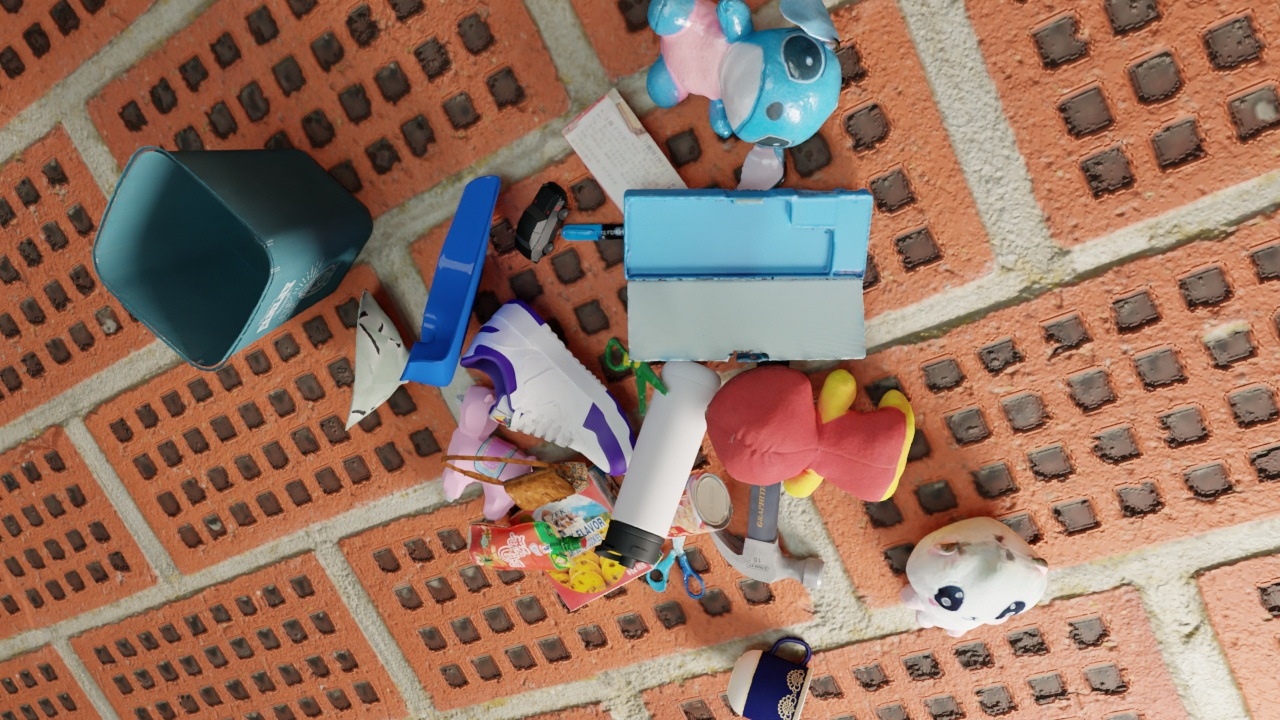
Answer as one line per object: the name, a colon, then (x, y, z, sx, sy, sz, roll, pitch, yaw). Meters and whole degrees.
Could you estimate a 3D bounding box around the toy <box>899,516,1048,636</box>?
toy: (0.348, 0.241, 0.985, 0.139, 0.101, 0.180, 11, 133, 2)

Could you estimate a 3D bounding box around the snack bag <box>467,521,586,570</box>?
snack bag: (-0.136, 0.227, 1.129, 0.155, 0.044, 0.087, -7, 125, 22)

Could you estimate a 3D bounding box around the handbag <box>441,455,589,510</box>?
handbag: (-0.144, 0.132, 1.029, 0.094, 0.195, 0.043, -20, 65, 31)

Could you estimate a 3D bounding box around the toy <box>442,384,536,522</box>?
toy: (-0.187, 0.112, 1.136, 0.123, 0.067, 0.158, 24, 112, 8)

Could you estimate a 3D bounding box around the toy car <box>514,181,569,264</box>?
toy car: (-0.112, -0.154, 1.017, 0.042, 0.036, 0.092, 44, 121, 30)

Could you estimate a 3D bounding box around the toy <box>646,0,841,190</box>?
toy: (0.094, -0.265, 0.882, 0.191, 0.098, 0.225, 25, 143, 11)

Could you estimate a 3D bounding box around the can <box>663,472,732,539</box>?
can: (0.039, 0.171, 1.059, 0.125, 0.066, 0.067, -20, 102, 41)

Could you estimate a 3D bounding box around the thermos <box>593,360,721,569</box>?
thermos: (0.016, 0.115, 1.013, 0.068, 0.101, 0.229, 24, 79, -18)

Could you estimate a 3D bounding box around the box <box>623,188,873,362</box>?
box: (0.105, -0.087, 0.924, 0.243, 0.060, 0.175, 0, 97, 0)

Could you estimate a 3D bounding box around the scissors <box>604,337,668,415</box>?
scissors: (0.006, -0.002, 1.015, 0.108, 0.012, 0.131, -58, 43, 13)

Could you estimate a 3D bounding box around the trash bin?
trash bin: (-0.447, -0.136, 1.048, 0.199, 0.218, 0.197, 43, 117, 1)

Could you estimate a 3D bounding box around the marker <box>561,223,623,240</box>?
marker: (-0.030, -0.142, 1.013, 0.123, 0.015, 0.018, 2, 106, 17)

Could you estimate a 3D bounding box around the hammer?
hammer: (0.150, 0.109, 1.034, 0.139, 0.035, 0.313, 9, 112, 18)

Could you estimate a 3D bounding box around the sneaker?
sneaker: (-0.108, 0.052, 1.045, 0.244, 0.111, 0.092, 49, 158, 1)

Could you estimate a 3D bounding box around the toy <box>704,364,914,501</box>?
toy: (0.173, 0.077, 0.949, 0.216, 0.098, 0.147, 11, 98, -8)

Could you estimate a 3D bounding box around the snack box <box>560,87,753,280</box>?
snack box: (0.025, -0.151, 0.967, 0.077, 0.044, 0.273, -37, 96, 7)

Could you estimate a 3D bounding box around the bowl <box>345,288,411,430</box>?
bowl: (-0.312, 0.004, 1.107, 0.068, 0.174, 0.174, 7, 115, -17)

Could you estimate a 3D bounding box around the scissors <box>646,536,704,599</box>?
scissors: (0.056, 0.235, 1.127, 0.083, 0.016, 0.135, 19, 110, 17)

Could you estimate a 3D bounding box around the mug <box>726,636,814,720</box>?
mug: (0.159, 0.386, 1.114, 0.089, 0.086, 0.111, 17, 79, 15)

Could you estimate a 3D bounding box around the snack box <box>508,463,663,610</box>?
snack box: (-0.069, 0.220, 1.144, 0.143, 0.040, 0.145, -34, 92, 28)

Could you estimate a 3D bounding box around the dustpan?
dustpan: (-0.224, -0.044, 1.047, 0.059, 0.245, 0.258, 13, 148, -7)
